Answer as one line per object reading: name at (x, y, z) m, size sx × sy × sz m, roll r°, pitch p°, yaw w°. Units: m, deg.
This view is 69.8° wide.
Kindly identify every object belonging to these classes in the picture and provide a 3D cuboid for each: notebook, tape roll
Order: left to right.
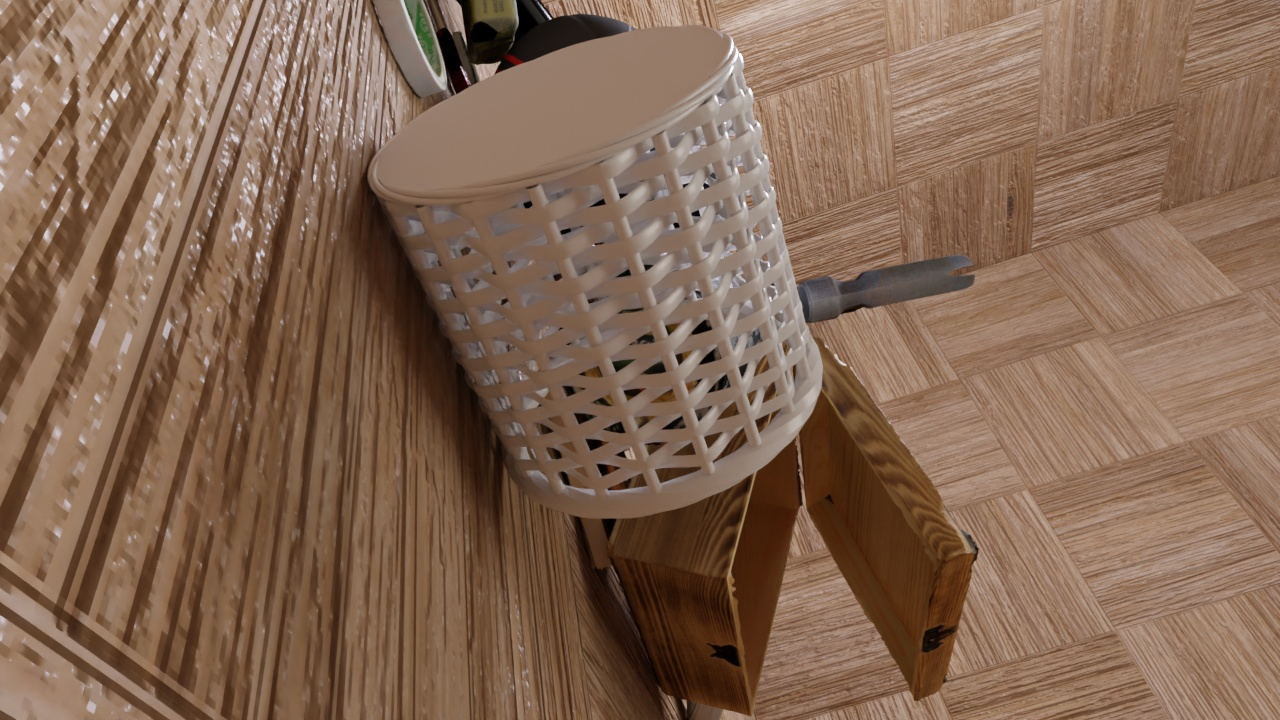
tape roll at (-0.153, -0.222, 0.603) m, size 0.094 × 0.018 × 0.094 m, roll -15°, pitch 88°, yaw -87°
notebook at (-0.046, 0.076, 0.813) m, size 0.225 × 0.024 × 0.167 m, roll -70°, pitch 143°, yaw -85°

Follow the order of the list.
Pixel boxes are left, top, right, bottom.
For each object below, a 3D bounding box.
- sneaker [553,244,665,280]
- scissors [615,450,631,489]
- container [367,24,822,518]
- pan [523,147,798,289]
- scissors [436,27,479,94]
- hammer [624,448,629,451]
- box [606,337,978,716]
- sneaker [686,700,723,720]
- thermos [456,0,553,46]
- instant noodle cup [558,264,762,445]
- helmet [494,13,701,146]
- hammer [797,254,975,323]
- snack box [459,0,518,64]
sneaker at (-0.016, -0.071, 1.044) m, size 0.239 × 0.089 × 0.124 m, roll 26°, pitch 43°, yaw -31°
scissors at (-0.018, 0.132, 0.994) m, size 0.169 × 0.012 × 0.157 m, roll 104°, pitch -34°, yaw -72°
container at (-0.017, -0.049, 0.481) m, size 0.189 × 0.189 × 0.187 m, roll -102°, pitch 173°, yaw -58°
pan at (0.022, -0.096, 0.695) m, size 0.356 × 0.199 × 0.021 m, roll 17°, pitch 77°, yaw -45°
scissors at (-0.140, -0.209, 0.802) m, size 0.195 × 0.015 × 0.179 m, roll 70°, pitch 4°, yaw -60°
hammer at (-0.023, 0.066, 1.190) m, size 0.300 × 0.037 × 0.158 m, roll -87°, pitch 160°, yaw -81°
box at (0.151, 0.141, 0.803) m, size 0.279 × 0.264 × 0.268 m, roll 74°, pitch 28°, yaw -48°
sneaker at (0.060, 0.285, 1.016) m, size 0.118 × 0.088 × 0.240 m, roll 100°, pitch -3°, yaw -70°
thermos at (-0.102, -0.298, 0.860) m, size 0.231 × 0.061 × 0.061 m, roll 49°, pitch 14°, yaw -28°
instant noodle cup at (0.025, -0.016, 0.677) m, size 0.112 × 0.138 × 0.137 m, roll -21°, pitch 95°, yaw -57°
helmet at (-0.042, -0.197, 0.759) m, size 0.170 × 0.164 × 0.264 m, roll 31°, pitch 10°, yaw -10°
hammer at (0.139, -0.044, 0.688) m, size 0.333 × 0.118 × 0.025 m, roll 175°, pitch -96°, yaw -85°
snack box at (-0.126, -0.335, 0.726) m, size 0.121 × 0.045 × 0.181 m, roll -164°, pitch -114°, yaw -77°
